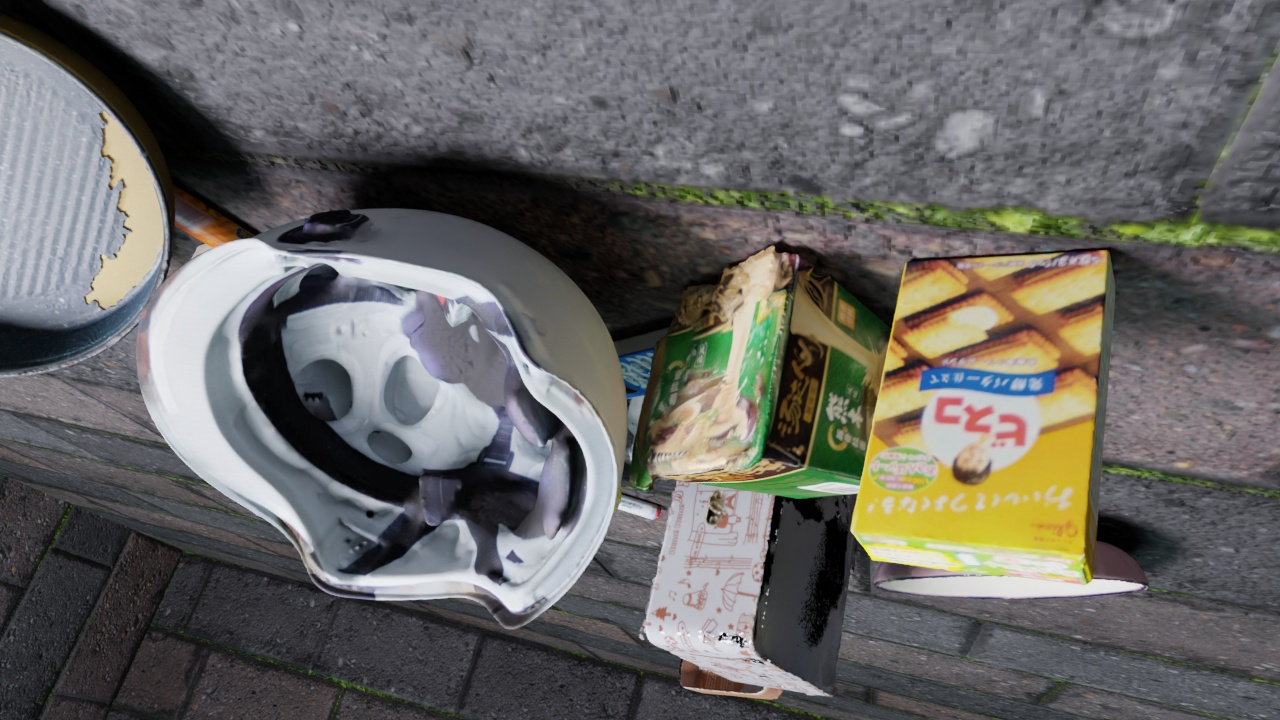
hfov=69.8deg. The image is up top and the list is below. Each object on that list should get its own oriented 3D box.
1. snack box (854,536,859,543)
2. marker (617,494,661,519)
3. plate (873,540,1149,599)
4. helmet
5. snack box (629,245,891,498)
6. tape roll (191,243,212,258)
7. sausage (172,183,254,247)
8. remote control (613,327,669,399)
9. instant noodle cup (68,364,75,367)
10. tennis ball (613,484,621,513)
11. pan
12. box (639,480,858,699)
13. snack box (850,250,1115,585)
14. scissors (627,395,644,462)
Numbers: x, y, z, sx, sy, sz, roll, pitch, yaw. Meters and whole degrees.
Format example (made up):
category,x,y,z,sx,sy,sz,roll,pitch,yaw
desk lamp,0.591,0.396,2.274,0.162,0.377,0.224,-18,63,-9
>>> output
category,x,y,z,sx,sy,sz,roll,pitch,yaw
snack box,0.168,0.121,0.743,0.084,0.026,0.157,24,156,-18
marker,-0.049,0.134,0.932,0.145,0.017,0.017,18,157,-4
plate,0.276,0.155,0.700,0.192,0.039,0.193,2,162,0
helmet,-0.122,0.010,0.512,0.259,0.145,0.229,11,123,14
snack box,0.075,0.022,0.477,0.105,0.117,0.118,22,160,-24
tape roll,-0.279,-0.055,0.661,0.086,0.013,0.086,14,157,6
sausage,-0.263,-0.078,0.590,0.021,0.021,0.165,-5,149,41
remote control,-0.004,0.003,0.597,0.049,0.024,0.125,32,151,-32
instant noodle cup,-0.392,-0.075,0.584,0.123,0.115,0.116,35,153,-13
tennis ball,-0.050,0.118,0.835,0.065,0.065,0.065,14,157,6
pan,-0.374,-0.009,0.485,0.197,0.078,0.358,16,118,-24
box,0.085,0.143,0.661,0.136,0.179,0.270,11,156,9
snack box,0.146,0.019,0.385,0.087,0.140,0.034,0,150,33
scissors,-0.002,0.051,0.723,0.164,0.014,0.164,-4,148,35
